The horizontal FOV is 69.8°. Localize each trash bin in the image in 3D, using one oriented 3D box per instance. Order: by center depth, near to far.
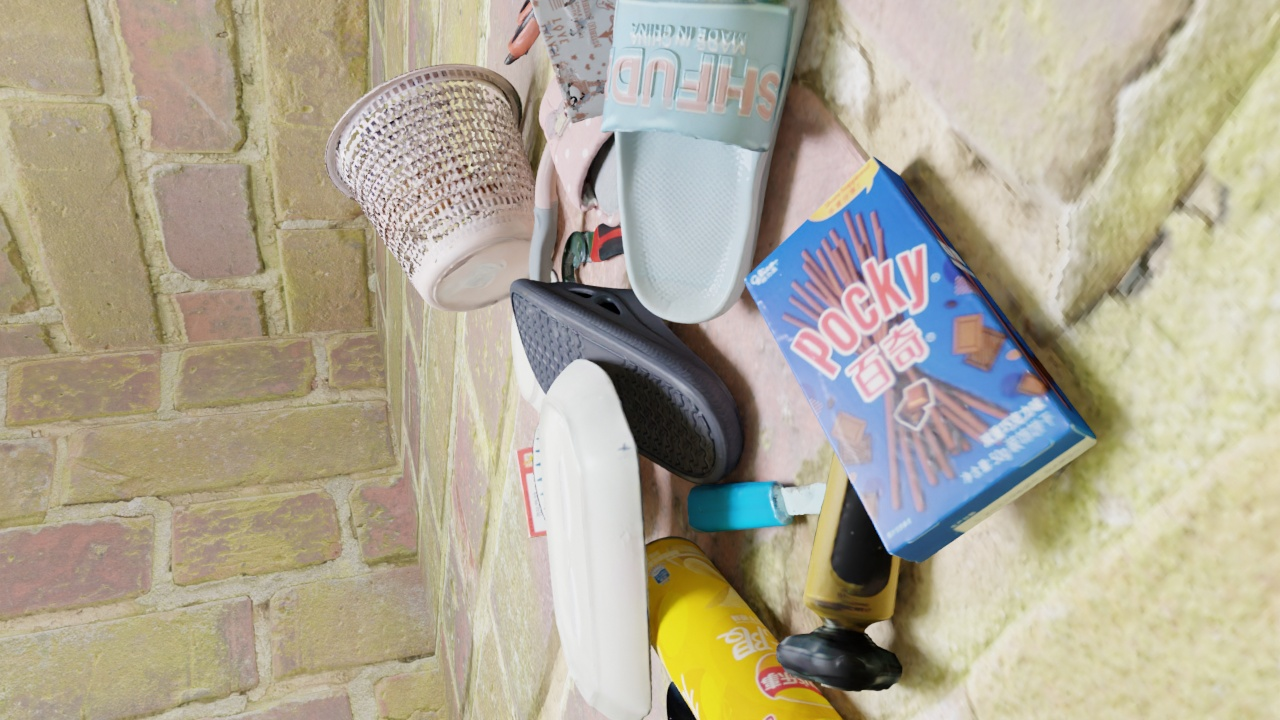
[{"bbox_3d":[-0.197,-0.168,0.987,0.192,0.227,0.228,62,154,19],"label":"trash bin"}]

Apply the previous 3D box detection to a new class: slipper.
[{"bbox_3d":[0.025,-0.124,0.504,0.074,0.104,0.246,-50,-30,-52],"label":"slipper"},{"bbox_3d":[-0.004,0.004,0.691,0.268,0.083,0.111,29,136,45],"label":"slipper"},{"bbox_3d":[-0.041,-0.211,0.701,0.114,0.054,0.274,-54,39,40],"label":"slipper"}]

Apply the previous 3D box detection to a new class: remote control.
[{"bbox_3d":[0.043,0.287,0.701,0.136,0.024,0.053,-174,77,-69],"label":"remote control"}]

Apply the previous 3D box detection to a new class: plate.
[{"bbox_3d":[-0.038,0.133,0.654,0.162,0.034,0.266,-148,53,-66],"label":"plate"},{"bbox_3d":[-0.118,-0.010,1.039,0.165,0.034,0.163,145,117,-68],"label":"plate"}]

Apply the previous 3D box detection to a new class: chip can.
[{"bbox_3d":[0.055,0.191,0.576,0.213,0.072,0.072,-138,45,-63],"label":"chip can"}]

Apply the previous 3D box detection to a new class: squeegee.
[{"bbox_3d":[-0.078,-0.154,0.844,0.247,0.040,0.250,-117,35,-44],"label":"squeegee"}]

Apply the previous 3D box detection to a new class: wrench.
[{"bbox_3d":[-0.028,-0.099,0.793,0.274,0.016,0.056,174,93,-70],"label":"wrench"}]

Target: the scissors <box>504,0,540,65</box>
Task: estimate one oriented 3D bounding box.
[{"bbox_3d":[-0.057,-0.307,0.727,0.197,0.015,0.205,-56,24,11],"label":"scissors"}]

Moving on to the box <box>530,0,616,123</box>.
[{"bbox_3d":[-0.021,-0.296,0.537,0.274,0.125,0.178,104,161,-44],"label":"box"}]

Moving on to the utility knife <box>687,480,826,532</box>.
[{"bbox_3d":[0.073,0.090,0.568,0.217,0.018,0.034,150,114,-70],"label":"utility knife"}]

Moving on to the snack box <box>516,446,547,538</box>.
[{"bbox_3d":[-0.072,0.121,0.854,0.155,0.027,0.077,29,-129,-75],"label":"snack box"}]

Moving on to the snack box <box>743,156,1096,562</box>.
[{"bbox_3d":[0.107,-0.005,0.387,0.085,0.026,0.157,-44,48,27],"label":"snack box"}]

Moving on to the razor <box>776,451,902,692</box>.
[{"bbox_3d":[0.105,0.085,0.437,0.067,0.062,0.167,-54,-29,-72],"label":"razor"}]

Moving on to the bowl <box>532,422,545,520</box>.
[{"bbox_3d":[-0.041,0.100,0.786,0.116,0.066,0.116,-12,-91,-78],"label":"bowl"}]
